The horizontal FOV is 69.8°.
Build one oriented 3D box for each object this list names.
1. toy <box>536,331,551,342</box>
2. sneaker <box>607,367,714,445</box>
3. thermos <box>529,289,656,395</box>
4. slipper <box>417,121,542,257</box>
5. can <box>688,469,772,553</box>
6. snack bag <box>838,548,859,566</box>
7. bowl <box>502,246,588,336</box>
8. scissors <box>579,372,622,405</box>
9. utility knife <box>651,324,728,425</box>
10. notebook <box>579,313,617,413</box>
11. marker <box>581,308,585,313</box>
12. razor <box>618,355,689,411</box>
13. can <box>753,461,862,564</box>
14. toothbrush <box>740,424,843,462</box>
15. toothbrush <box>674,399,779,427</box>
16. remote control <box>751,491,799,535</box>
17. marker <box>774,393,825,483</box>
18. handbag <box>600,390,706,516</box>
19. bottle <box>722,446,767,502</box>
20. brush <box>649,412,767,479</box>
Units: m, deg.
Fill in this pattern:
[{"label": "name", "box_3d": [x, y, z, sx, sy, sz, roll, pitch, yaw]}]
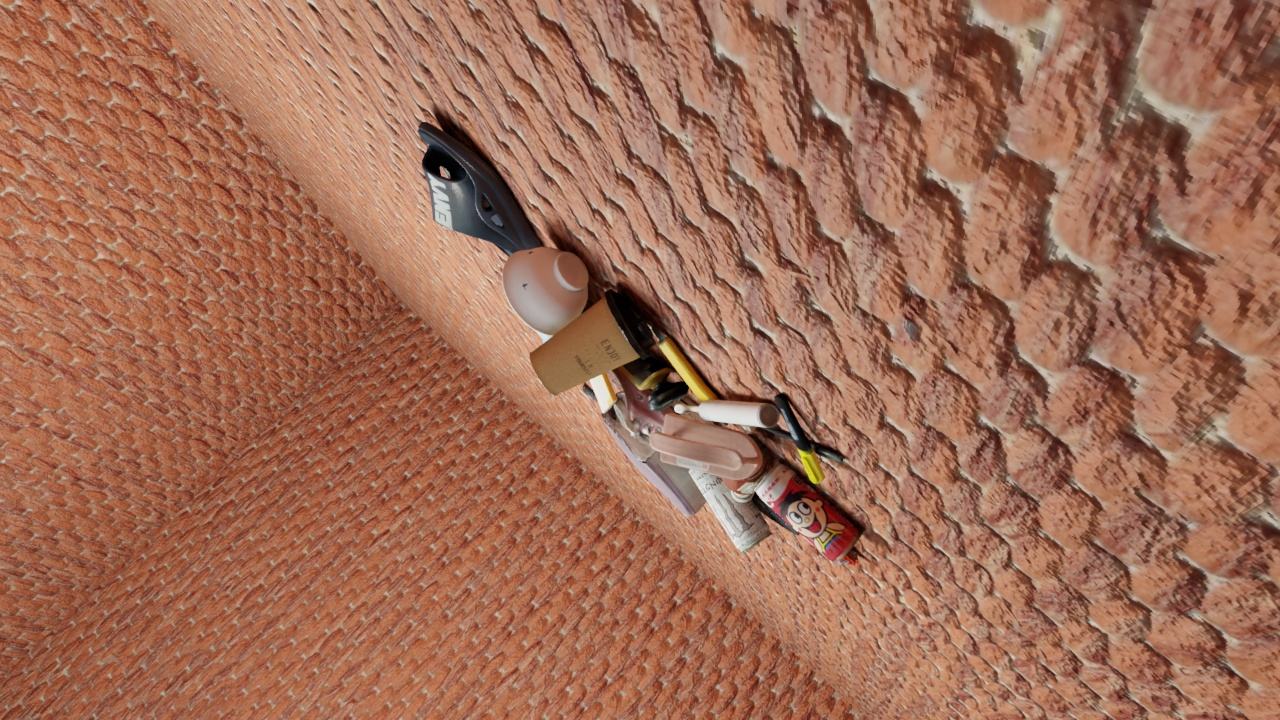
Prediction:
[{"label": "toy", "box_3d": [-0.119, -0.056, 1.218, 0.161, 0.050, 0.156, -111, 8, -62]}, {"label": "sneaker", "box_3d": [0.021, 0.078, 1.289, 0.241, 0.087, 0.118, 42, 168, 12]}, {"label": "thermos", "box_3d": [-0.057, -0.019, 1.092, 0.093, 0.143, 0.093, 57, -171, -14]}, {"label": "slipper", "box_3d": [-0.206, -0.182, 1.162, 0.111, 0.083, 0.268, 32, 165, 38]}, {"label": "can", "box_3d": [0.133, 0.210, 1.363, 0.146, 0.058, 0.058, 57, 172, 13]}, {"label": "snack bag", "box_3d": [0.261, 0.256, 1.258, 0.045, 0.026, 0.105, 39, 172, -21]}, {"label": "bowl", "box_3d": [-0.102, -0.095, 1.117, 0.065, 0.118, 0.118, -29, 111, 39]}, {"label": "scissors", "box_3d": [-0.067, 0.016, 1.412, 0.224, 0.015, 0.188, 25, -159, 11]}, {"label": "utility knife", "box_3d": [0.062, 0.017, 1.115, 0.033, 0.015, 0.177, 13, 147, 54]}, {"label": "notebook", "box_3d": [-0.080, -0.031, 1.247, 0.146, 0.010, 0.206, 131, 116, -78]}, {"label": "marker", "box_3d": [-0.064, -0.038, 1.357, 0.018, 0.015, 0.124, 33, 162, 37]}, {"label": "razor", "box_3d": [-0.007, 0.007, 1.230, 0.167, 0.062, 0.068, 42, 140, 33]}, {"label": "can", "box_3d": [0.205, 0.186, 1.131, 0.133, 0.053, 0.053, 42, 169, 11]}, {"label": "toothbrush", "box_3d": [0.165, 0.088, 1.020, 0.015, 0.018, 0.181, 57, 162, -23]}, {"label": "toothbrush", "box_3d": [0.093, 0.060, 1.080, 0.026, 0.026, 0.221, 2, 179, -24]}, {"label": "remote control", "box_3d": [0.196, 0.217, 1.342, 0.053, 0.024, 0.136, 54, 169, -23]}, {"label": "marker", "box_3d": [0.166, 0.082, 0.959, 0.018, 0.015, 0.124, 17, 142, 53]}, {"label": "handbag", "box_3d": [0.032, 0.142, 1.456, 0.145, 0.098, 0.197, 32, 165, 40]}, {"label": "bottle", "box_3d": [0.139, 0.156, 1.240, 0.060, 0.059, 0.206, 40, 168, 18]}, {"label": "brush", "box_3d": [0.084, 0.108, 1.116, 0.146, 0.063, 0.073, 12, -172, 40]}]
